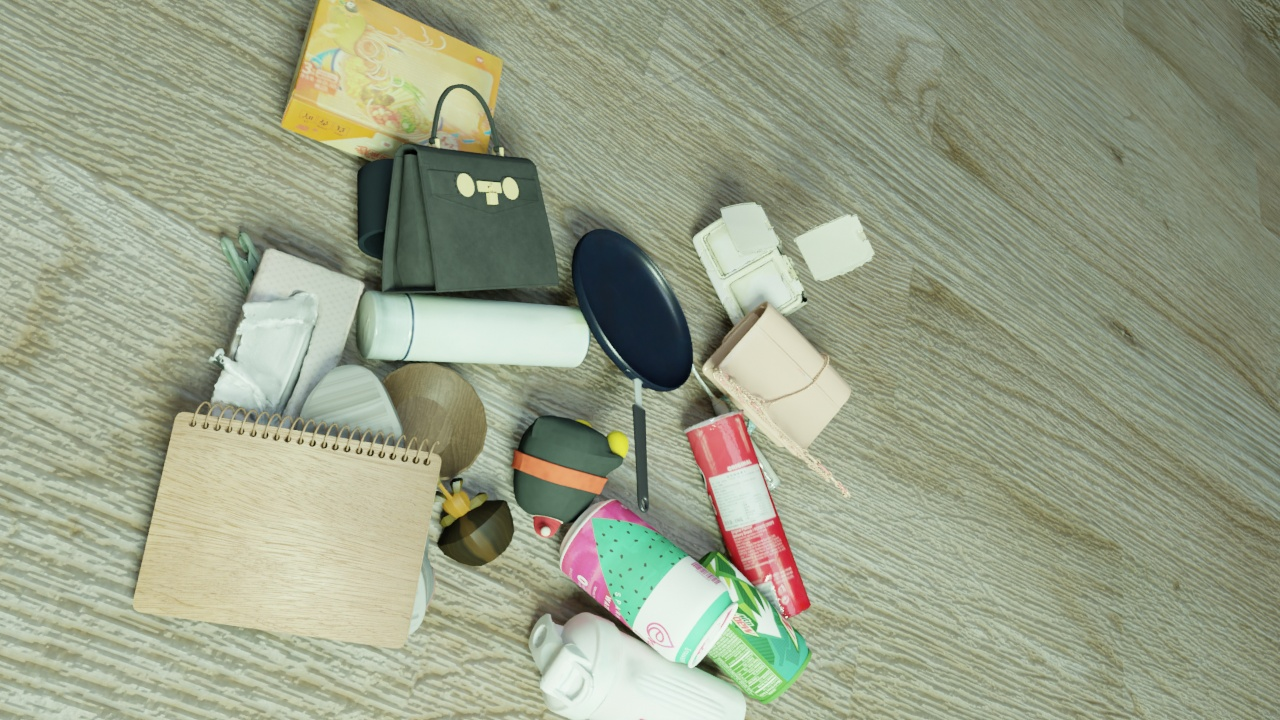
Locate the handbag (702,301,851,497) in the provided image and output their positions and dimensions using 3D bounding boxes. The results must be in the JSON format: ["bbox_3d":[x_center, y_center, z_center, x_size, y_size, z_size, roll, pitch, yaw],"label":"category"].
[{"bbox_3d":[0.185,0.036,1.031,0.199,0.187,0.116,44,87,-15],"label":"handbag"}]

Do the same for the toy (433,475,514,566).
[{"bbox_3d":[-0.165,0.146,0.859,0.076,0.062,0.100,-33,109,-2],"label":"toy"}]

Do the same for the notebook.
[{"bbox_3d":[-0.279,0.131,0.741,0.210,0.022,0.169,10,83,-6],"label":"notebook"}]

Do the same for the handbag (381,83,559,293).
[{"bbox_3d":[-0.166,-0.167,0.894,0.175,0.072,0.196,-11,101,-56],"label":"handbag"}]

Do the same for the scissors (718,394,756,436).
[{"bbox_3d":[0.153,0.010,1.148,0.172,0.014,0.158,-17,83,-33],"label":"scissors"}]

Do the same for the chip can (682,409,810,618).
[{"bbox_3d":[0.120,0.175,1.024,0.073,0.073,0.233,-14,81,-36],"label":"chip can"}]

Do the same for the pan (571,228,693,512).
[{"bbox_3d":[-0.006,0.006,0.972,0.198,0.021,0.355,36,37,-37],"label":"pan"}]

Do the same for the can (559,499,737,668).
[{"bbox_3d":[0.005,0.212,0.882,0.166,0.088,0.088,35,50,21],"label":"can"}]

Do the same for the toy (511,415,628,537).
[{"bbox_3d":[-0.081,0.114,0.909,0.099,0.098,0.119,21,84,-42],"label":"toy"}]

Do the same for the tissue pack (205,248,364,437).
[{"bbox_3d":[-0.316,-0.003,0.802,0.103,0.071,0.181,22,74,-25],"label":"tissue pack"}]

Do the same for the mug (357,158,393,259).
[{"bbox_3d":[-0.235,-0.146,0.927,0.105,0.071,0.077,18,60,-52],"label":"mug"}]

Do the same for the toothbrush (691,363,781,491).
[{"bbox_3d":[0.108,0.074,1.086,0.185,0.022,0.024,55,37,-4],"label":"toothbrush"}]

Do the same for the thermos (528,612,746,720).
[{"bbox_3d":[0.000,0.314,0.880,0.220,0.100,0.099,30,58,-25],"label":"thermos"}]

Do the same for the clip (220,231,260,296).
[{"bbox_3d":[-0.360,-0.082,0.845,0.047,0.023,0.076,-28,90,-38],"label":"clip"}]

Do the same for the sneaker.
[{"bbox_3d":[-0.234,0.123,0.807,0.099,0.089,0.236,-11,85,-7],"label":"sneaker"}]

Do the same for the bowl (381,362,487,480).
[{"bbox_3d":[-0.207,0.062,0.882,0.117,0.030,0.117,12,66,-29],"label":"bowl"}]

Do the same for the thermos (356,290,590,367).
[{"bbox_3d":[-0.164,-0.030,0.923,0.229,0.068,0.067,3,70,-31],"label":"thermos"}]

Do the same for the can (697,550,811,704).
[{"bbox_3d":[0.099,0.274,0.947,0.144,0.083,0.082,45,53,6],"label":"can"}]

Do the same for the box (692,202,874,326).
[{"bbox_3d":[0.157,-0.132,1.075,0.143,0.195,0.101,63,23,8],"label":"box"}]

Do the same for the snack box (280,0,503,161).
[{"bbox_3d":[-0.254,-0.273,0.949,0.195,0.081,0.145,18,64,-27],"label":"snack box"}]
